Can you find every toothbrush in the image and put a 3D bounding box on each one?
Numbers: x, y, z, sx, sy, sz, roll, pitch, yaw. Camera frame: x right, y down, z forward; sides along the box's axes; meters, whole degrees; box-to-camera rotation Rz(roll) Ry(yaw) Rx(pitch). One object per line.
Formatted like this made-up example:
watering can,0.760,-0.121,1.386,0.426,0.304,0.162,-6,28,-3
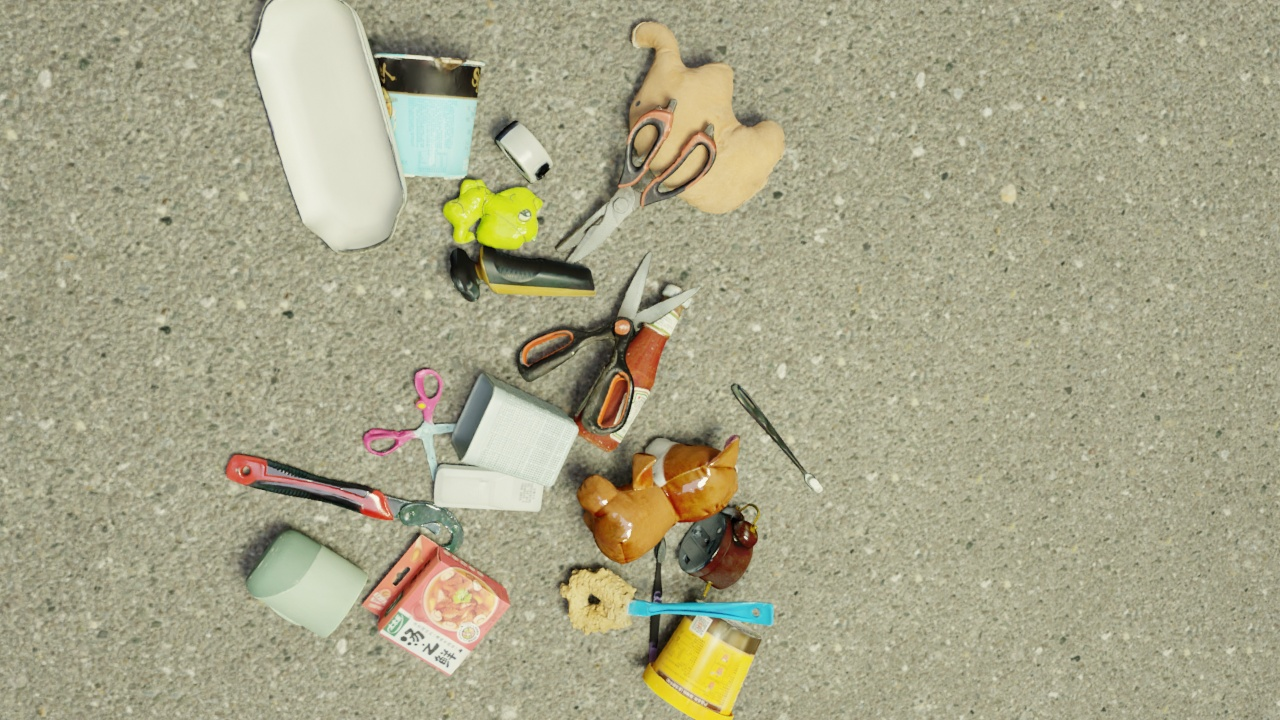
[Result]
toothbrush,0.170,0.097,1.134,0.015,0.018,0.181,-40,103,0
toothbrush,0.021,0.308,1.139,0.014,0.017,0.189,2,101,-12

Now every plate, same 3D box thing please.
plate,-0.309,-0.242,0.934,0.162,0.034,0.266,-7,103,32

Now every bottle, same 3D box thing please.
bottle,-0.006,0.006,1.061,0.059,0.060,0.206,32,86,-15

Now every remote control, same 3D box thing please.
remote control,-0.176,0.149,1.066,0.125,0.024,0.049,5,104,-14

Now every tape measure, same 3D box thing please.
tape measure,-0.125,-0.225,0.991,0.033,0.066,0.066,-43,105,-4

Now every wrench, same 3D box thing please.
wrench,-0.329,0.160,1.042,0.273,0.016,0.056,22,94,-15

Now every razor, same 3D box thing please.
razor,-0.130,-0.091,1.026,0.167,0.062,0.068,4,129,-17

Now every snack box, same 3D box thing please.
snack box,-0.236,0.283,1.059,0.127,0.044,0.113,39,94,-20

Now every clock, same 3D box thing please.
clock,0.099,0.221,1.106,0.055,0.082,0.122,38,91,-19

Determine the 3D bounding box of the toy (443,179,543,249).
toy,-0.161,-0.158,1.014,0.100,0.031,0.096,39,90,-10

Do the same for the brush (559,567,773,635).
brush,0.028,0.288,1.079,0.255,0.046,0.083,1,89,11

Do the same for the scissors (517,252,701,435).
scissors,-0.038,-0.022,1.035,0.228,0.022,0.220,-3,69,10

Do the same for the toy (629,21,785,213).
toy,0.052,-0.267,1.018,0.143,0.082,0.226,-43,100,1

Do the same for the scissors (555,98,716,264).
scissors,-0.017,-0.192,1.006,0.205,0.015,0.199,0,110,12

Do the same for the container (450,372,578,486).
container,-0.139,0.081,1.026,0.111,0.090,0.090,24,94,-22

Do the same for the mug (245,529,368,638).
mug,-0.378,0.252,1.020,0.106,0.082,0.112,36,122,-15

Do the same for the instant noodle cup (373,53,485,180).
instant noodle cup,-0.219,-0.252,0.953,0.111,0.111,0.120,1,106,-12

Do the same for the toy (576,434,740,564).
toy,0.027,0.152,1.071,0.199,0.140,0.130,-20,61,-9

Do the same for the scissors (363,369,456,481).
scissors,-0.249,0.076,1.045,0.134,0.017,0.133,-10,105,-14

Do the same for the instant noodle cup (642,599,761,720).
instant noodle cup,0.080,0.363,1.112,0.118,0.118,0.114,30,85,-15
